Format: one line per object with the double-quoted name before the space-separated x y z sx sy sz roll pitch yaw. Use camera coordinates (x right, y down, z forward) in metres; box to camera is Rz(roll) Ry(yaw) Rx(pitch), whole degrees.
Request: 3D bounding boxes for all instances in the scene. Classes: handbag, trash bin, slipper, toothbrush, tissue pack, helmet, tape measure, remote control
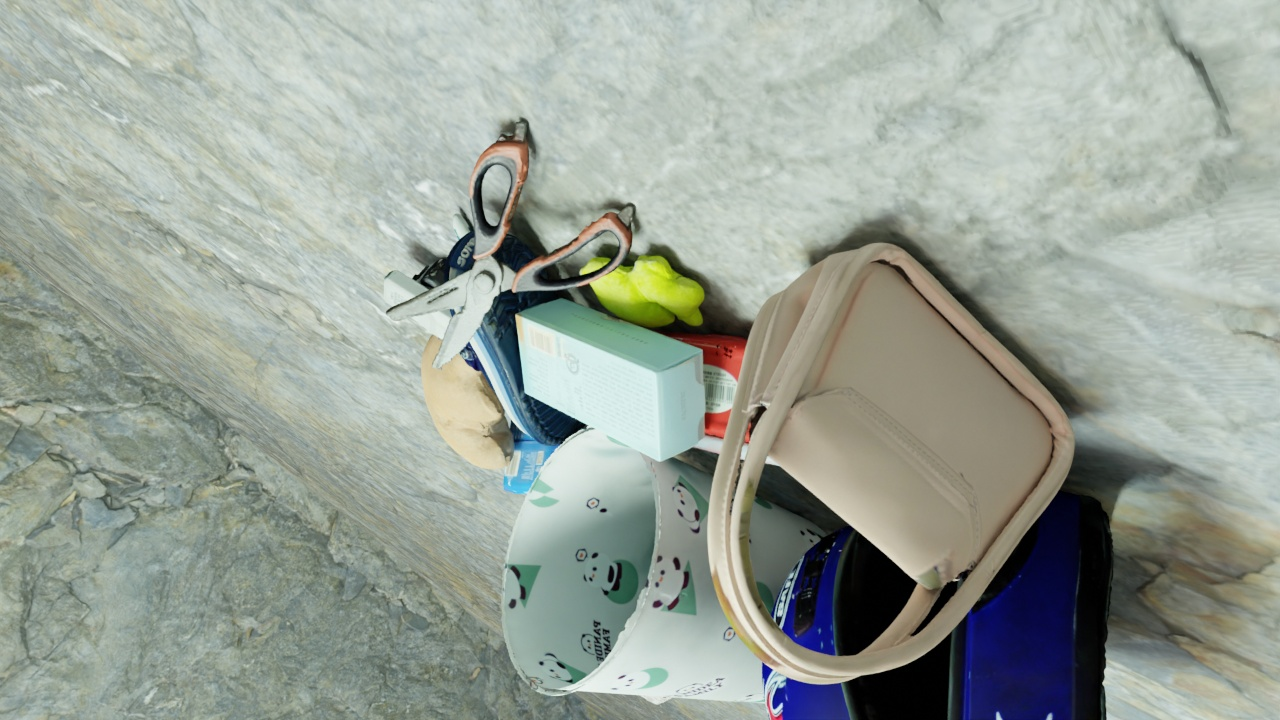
"handbag" 0.128 0.070 0.526 0.193 0.233 0.094 39 153 -11
"trash bin" 0.038 0.204 0.839 0.251 0.229 0.230 23 163 -32
"slipper" -0.114 -0.015 0.819 0.095 0.105 0.253 20 153 32
"toothbrush" -0.136 -0.069 0.857 0.018 0.016 0.192 11 148 21
"tissue pack" -0.107 0.106 1.041 0.052 0.095 0.157 13 168 -30
"helmet" 0.209 0.225 0.676 0.241 0.246 0.316 1 127 23
"tape measure" -0.192 -0.066 0.908 0.066 0.033 0.066 -7 131 51
"remote control" -0.192 -0.040 0.887 0.125 0.024 0.049 33 152 0

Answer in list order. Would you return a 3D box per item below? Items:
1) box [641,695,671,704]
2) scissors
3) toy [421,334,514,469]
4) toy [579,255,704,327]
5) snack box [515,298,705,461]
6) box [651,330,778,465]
"box" -0.011 0.328 1.223 0.185 0.182 0.155 29 154 3
"scissors" -0.102 -0.074 0.685 0.189 0.015 0.226 13 120 7
"toy" -0.189 0.020 1.001 0.143 0.082 0.226 36 145 26
"toy" 0.002 -0.051 0.703 0.096 0.031 0.100 36 155 -9
"snack box" -0.026 0.010 0.718 0.175 0.051 0.074 23 126 43
"box" 0.079 0.028 0.732 0.101 0.095 0.202 -1 -174 -45
